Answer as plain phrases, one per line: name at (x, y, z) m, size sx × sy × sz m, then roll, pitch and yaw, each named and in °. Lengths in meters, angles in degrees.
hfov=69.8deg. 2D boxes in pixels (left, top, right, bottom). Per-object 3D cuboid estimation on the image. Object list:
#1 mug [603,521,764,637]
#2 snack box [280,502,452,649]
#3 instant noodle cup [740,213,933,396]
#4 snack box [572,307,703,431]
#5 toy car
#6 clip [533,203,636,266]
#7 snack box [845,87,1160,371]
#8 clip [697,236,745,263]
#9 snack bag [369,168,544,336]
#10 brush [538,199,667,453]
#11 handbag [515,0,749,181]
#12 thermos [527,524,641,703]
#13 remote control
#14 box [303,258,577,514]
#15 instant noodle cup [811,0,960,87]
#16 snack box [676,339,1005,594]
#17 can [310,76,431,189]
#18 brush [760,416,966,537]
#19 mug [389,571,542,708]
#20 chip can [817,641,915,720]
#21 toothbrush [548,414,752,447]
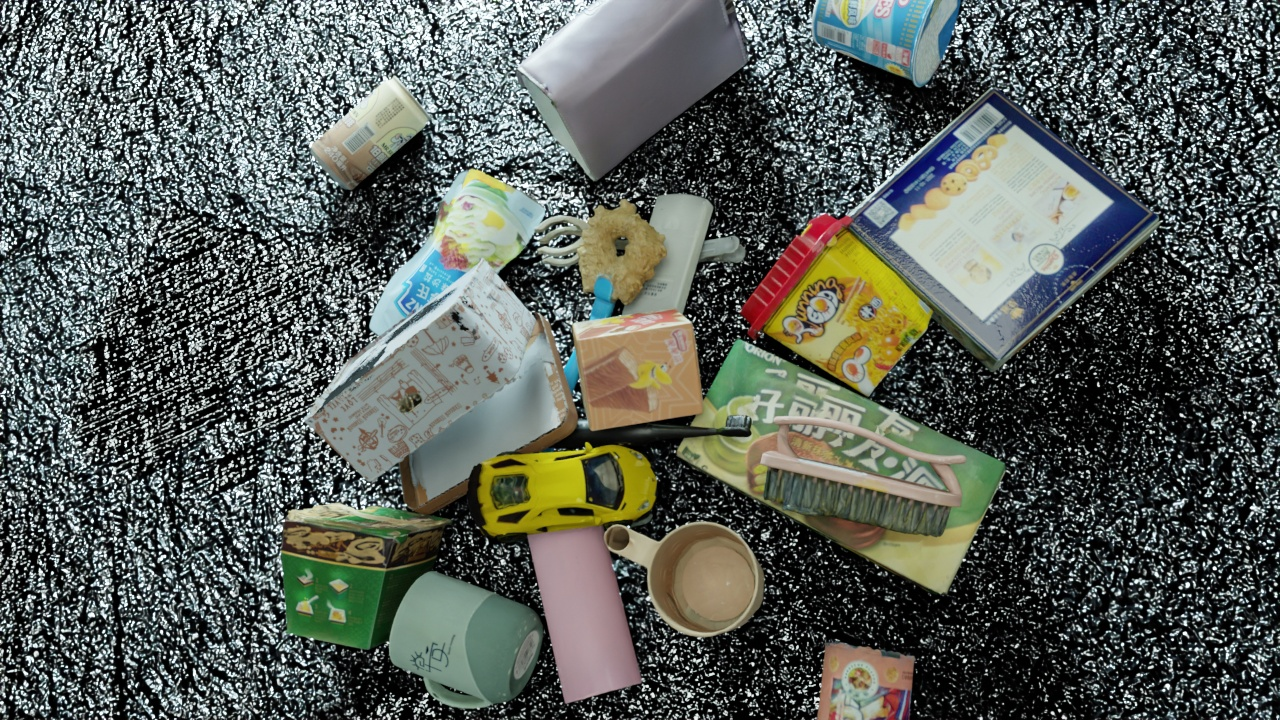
mug at (0.038, 0.169, 0.737) m, size 0.125 × 0.103 × 0.084 m, roll 21°, pitch 80°, yaw 17°
snack box at (-0.241, 0.187, 0.798) m, size 0.118 × 0.118 × 0.105 m, roll 6°, pitch 88°, yaw 14°
instant noodle cup at (0.166, -0.043, 0.759) m, size 0.123 × 0.115 × 0.116 m, roll 39°, pitch 114°, yaw 8°
snack box at (-0.005, 0.005, 0.772) m, size 0.094 × 0.092 × 0.077 m, roll -9°, pitch 102°, yaw -5°
toy car at (-0.062, 0.104, 0.745) m, size 0.155 × 0.041 × 0.071 m, roll -4°, pitch 66°, yaw -8°
clip at (-0.048, -0.109, 0.873) m, size 0.103 × 0.034 × 0.076 m, roll -1°, pitch 72°, yaw 4°
snack box at (0.303, -0.114, 0.788) m, size 0.178 × 0.046 × 0.182 m, roll -41°, pitch 71°, yaw -1°
clip at (0.068, -0.102, 0.853) m, size 0.056 × 0.027 × 0.024 m, roll -2°, pitch 72°, yaw 22°
snack bag at (-0.180, -0.089, 0.893) m, size 0.110 × 0.039 × 0.191 m, roll 30°, pitch 85°, yaw 13°
brush at (-0.049, -0.023, 0.831) m, size 0.083 × 0.046 × 0.254 m, roll 23°, pitch 91°, yaw 14°
handbag at (-0.008, -0.281, 0.851) m, size 0.197 × 0.145 × 0.098 m, roll -39°, pitch 73°, yaw -1°
thermos at (-0.063, 0.180, 0.768) m, size 0.067 × 0.087 × 0.198 m, roll -35°, pitch 65°, yaw 48°
remote control at (0.025, -0.090, 0.849) m, size 0.056 × 0.019 × 0.135 m, roll 10°, pitch 78°, yaw 31°
box at (-0.160, 0.033, 0.802) m, size 0.182 × 0.148 × 0.158 m, roll -34°, pitch 107°, yaw 17°
instant noodle cup at (0.221, -0.313, 0.841) m, size 0.110 × 0.099 × 0.099 m, roll 25°, pitch 81°, yaw 25°
snack box at (0.160, 0.085, 0.754) m, size 0.240 × 0.063 × 0.114 m, roll 27°, pitch 83°, yaw 19°
can at (-0.277, -0.233, 0.941) m, size 0.116 × 0.058 × 0.058 m, roll -42°, pitch 71°, yaw -1°
brush at (0.165, 0.086, 0.685) m, size 0.146 × 0.063 × 0.073 m, roll 11°, pitch 89°, yaw 15°
mug at (-0.145, 0.246, 0.774) m, size 0.106 × 0.082 × 0.112 m, roll 15°, pitch 109°, yaw 15°
chip can at (0.160, 0.324, 0.685) m, size 0.071 × 0.071 × 0.214 m, roll 6°, pitch 75°, yaw 14°
toothbrush at (-0.007, 0.059, 0.769) m, size 0.213 × 0.026 × 0.027 m, roll -4°, pitch 54°, yaw 27°
